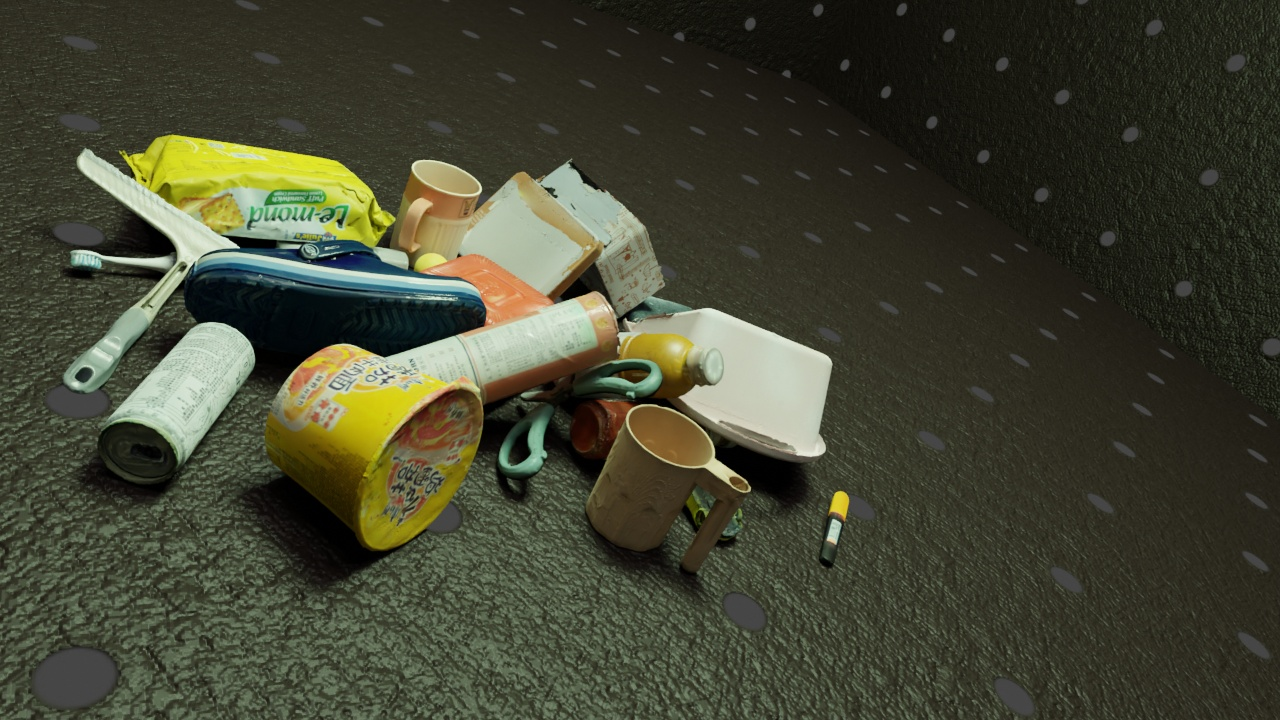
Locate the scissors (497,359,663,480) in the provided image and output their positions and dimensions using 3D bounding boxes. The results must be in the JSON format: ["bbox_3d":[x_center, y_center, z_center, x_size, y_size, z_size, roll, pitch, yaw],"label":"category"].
[{"bbox_3d":[-0.054,0.041,0.845,0.019,0.179,0.169,61,24,-26],"label":"scissors"}]

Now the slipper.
[{"bbox_3d":[-0.269,-0.055,0.827,0.252,0.105,0.095,6,47,-22],"label":"slipper"}]

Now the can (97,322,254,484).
[{"bbox_3d":[-0.347,0.028,0.695,0.058,0.058,0.146,20,28,-11],"label":"can"}]

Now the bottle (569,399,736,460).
[{"bbox_3d":[0.023,0.072,0.936,0.205,0.060,0.059,5,34,-41],"label":"bottle"}]

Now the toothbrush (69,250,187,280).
[{"bbox_3d":[-0.415,-0.088,0.874,0.220,0.027,0.026,1,51,-39],"label":"toothbrush"}]

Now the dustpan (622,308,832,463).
[{"bbox_3d":[0.093,0.037,1.040,0.222,0.138,0.274,20,-11,-14],"label":"dustpan"}]

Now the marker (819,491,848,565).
[{"bbox_3d":[0.202,0.174,0.956,0.018,0.015,0.123,27,30,6],"label":"marker"}]

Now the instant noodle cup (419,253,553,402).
[{"bbox_3d":[-0.167,-0.044,0.953,0.164,0.079,0.188,32,27,11],"label":"instant noodle cup"}]

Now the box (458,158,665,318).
[{"bbox_3d":[-0.104,-0.125,1.145,0.183,0.193,0.157,47,-9,35],"label":"box"}]

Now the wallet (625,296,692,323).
[{"bbox_3d":[0.032,-0.056,1.210,0.120,0.019,0.097,14,29,-26],"label":"wallet"}]

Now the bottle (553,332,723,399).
[{"bbox_3d":[-0.005,0.005,0.922,0.190,0.068,0.067,0,9,37],"label":"bottle"}]

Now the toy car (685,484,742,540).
[{"bbox_3d":[0.060,0.131,0.893,0.048,0.032,0.105,3,47,-38],"label":"toy car"}]

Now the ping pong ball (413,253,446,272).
[{"bbox_3d":[-0.235,-0.100,1.033,0.040,0.040,0.040,20,28,-11],"label":"ping pong ball"}]

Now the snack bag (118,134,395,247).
[{"bbox_3d":[-0.404,-0.181,0.971,0.246,0.068,0.158,1,24,-36],"label":"snack bag"}]

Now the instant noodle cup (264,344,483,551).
[{"bbox_3d":[-0.204,0.058,0.695,0.110,0.138,0.137,27,26,20],"label":"instant noodle cup"}]

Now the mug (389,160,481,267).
[{"bbox_3d":[-0.244,-0.161,1.060,0.081,0.106,0.114,26,28,0],"label":"mug"}]

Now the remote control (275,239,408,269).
[{"bbox_3d":[-0.319,-0.113,0.983,0.135,0.019,0.056,7,17,-21],"label":"remote control"}]

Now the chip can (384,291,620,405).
[{"bbox_3d":[-0.126,-0.001,0.827,0.214,0.071,0.071,-20,47,-21],"label":"chip can"}]

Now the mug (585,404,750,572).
[{"bbox_3d":[0.022,0.115,0.807,0.124,0.104,0.084,35,29,15],"label":"mug"}]

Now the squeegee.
[{"bbox_3d":[-0.421,-0.041,0.777,0.246,0.039,0.246,36,30,-21],"label":"squeegee"}]
